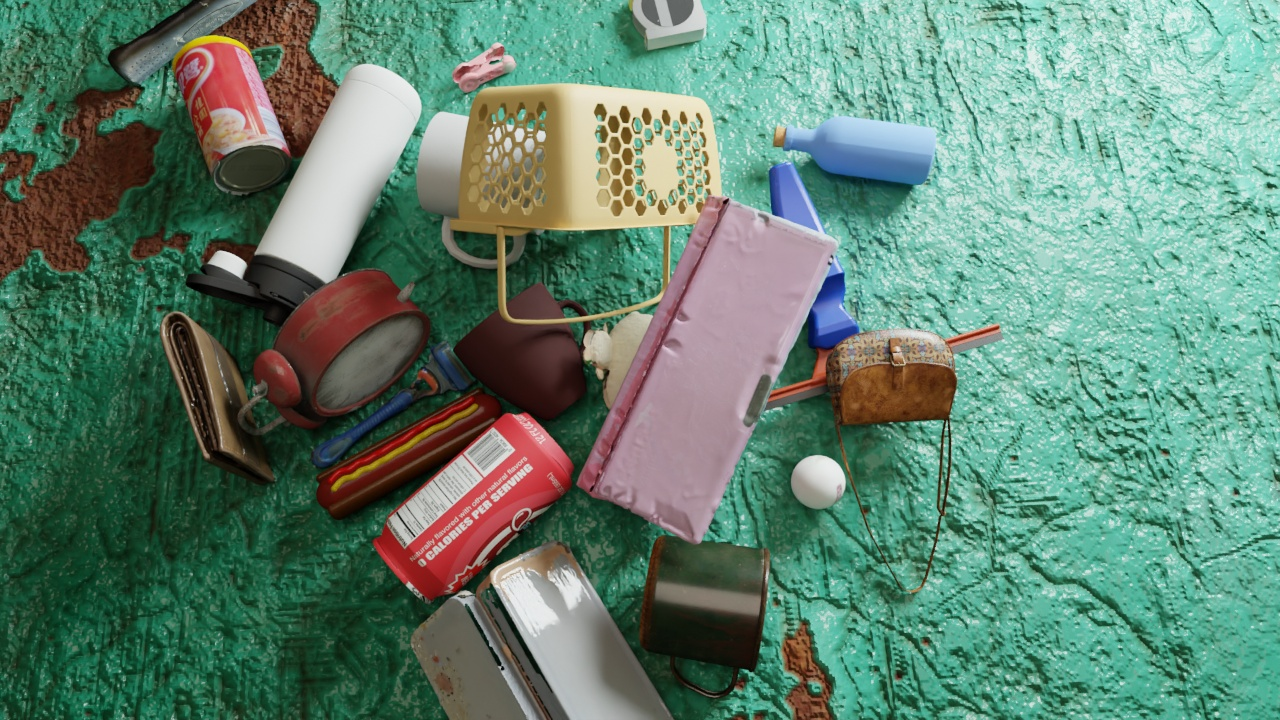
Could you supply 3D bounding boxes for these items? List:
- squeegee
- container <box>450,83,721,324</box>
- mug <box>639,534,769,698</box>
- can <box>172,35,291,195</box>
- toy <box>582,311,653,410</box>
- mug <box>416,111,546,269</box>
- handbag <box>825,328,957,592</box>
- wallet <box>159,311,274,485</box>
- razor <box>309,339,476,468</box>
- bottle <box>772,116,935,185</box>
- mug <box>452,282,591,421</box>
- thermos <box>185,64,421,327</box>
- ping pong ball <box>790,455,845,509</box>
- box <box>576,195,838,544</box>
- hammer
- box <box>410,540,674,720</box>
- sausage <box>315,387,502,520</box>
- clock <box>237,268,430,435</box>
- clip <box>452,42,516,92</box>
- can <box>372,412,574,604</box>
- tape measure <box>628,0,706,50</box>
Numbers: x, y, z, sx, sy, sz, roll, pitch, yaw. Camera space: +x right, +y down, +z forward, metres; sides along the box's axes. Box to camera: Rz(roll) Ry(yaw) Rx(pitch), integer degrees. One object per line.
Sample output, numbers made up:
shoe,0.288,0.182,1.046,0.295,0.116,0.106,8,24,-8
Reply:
squeegee,0.139,-0.068,0.735,0.249,0.055,0.184,-17,88,-1
container,-0.032,-0.112,0.679,0.129,0.183,0.167,12,105,39
mug,0.043,0.182,0.647,0.081,0.085,0.111,8,95,6
can,-0.351,-0.211,0.790,0.066,0.067,0.124,-24,73,-7
toy,-0.004,0.004,0.715,0.112,0.050,0.087,18,74,-24
mug,-0.126,-0.136,0.760,0.096,0.083,0.120,12,100,5
handbag,0.192,0.074,0.682,0.093,0.043,0.195,-3,85,-2
wallet,-0.316,0.031,0.692,0.027,0.099,0.121,-24,73,-9
razor,-0.201,0.039,0.729,0.141,0.018,0.044,-35,100,-7
bottle,0.178,-0.181,0.776,0.131,0.048,0.048,9,72,4
mug,-0.075,-0.006,0.718,0.088,0.087,0.113,52,51,-2
thermos,-0.272,-0.141,0.758,0.101,0.069,0.229,26,73,-17
ping pong ball,0.134,0.092,0.691,0.040,0.040,0.040,0,71,1
box,0.057,0.010,0.647,0.107,0.099,0.232,23,86,46
hammer,-0.336,-0.355,0.821,0.326,0.140,0.036,-35,74,-1
box,-0.059,0.251,0.646,0.114,0.096,0.217,-21,69,-38
sausage,-0.177,0.071,0.707,0.155,0.040,0.040,-29,73,-8
clock,-0.237,-0.005,0.694,0.156,0.110,0.062,-42,76,-18
clip,-0.138,-0.261,0.827,0.044,0.023,0.060,31,69,13
can,-0.120,0.106,0.675,0.142,0.074,0.074,-42,75,-12
tape measure,0.024,-0.318,0.842,0.064,0.017,0.065,-12,72,-3
